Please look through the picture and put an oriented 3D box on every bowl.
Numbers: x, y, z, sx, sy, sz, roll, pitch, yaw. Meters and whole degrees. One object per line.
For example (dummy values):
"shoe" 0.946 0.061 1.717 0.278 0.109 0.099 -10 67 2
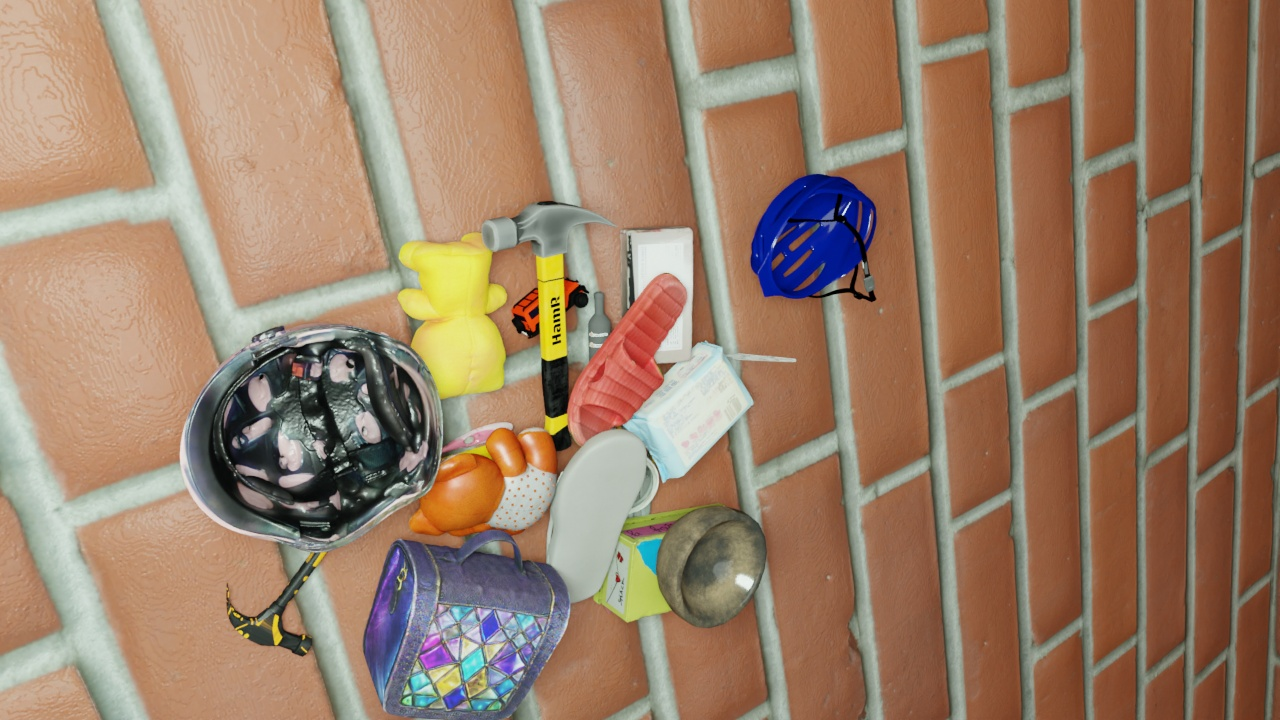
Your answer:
"bowl" 0.088 0.269 1.228 0.161 0.070 0.162 -11 109 -35

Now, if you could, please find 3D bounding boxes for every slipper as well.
"slipper" -0.007 0.007 1.158 0.103 0.059 0.249 29 92 -53
"slipper" -0.073 0.193 1.197 0.112 0.080 0.266 1 117 -26

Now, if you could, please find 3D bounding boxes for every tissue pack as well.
"tissue pack" 0.064 0.068 1.256 0.181 0.070 0.112 -42 121 -18
"tissue pack" 0.024 -0.088 1.228 0.103 0.071 0.181 -6 102 -16

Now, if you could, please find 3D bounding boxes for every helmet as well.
"helmet" -0.346 0.066 0.959 0.254 0.153 0.230 -26 115 -24
"helmet" 0.267 -0.163 1.264 0.241 0.228 0.148 -37 127 -20

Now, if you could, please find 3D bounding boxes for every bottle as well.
"bottle" -0.053 -0.033 1.201 0.030 0.030 0.113 -8 104 -32

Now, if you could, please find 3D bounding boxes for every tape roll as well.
"tape roll" -0.020 0.168 1.261 0.093 0.013 0.093 -6 110 -17

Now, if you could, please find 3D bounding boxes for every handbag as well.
"handbag" -0.210 0.305 1.098 0.204 0.125 0.222 19 101 -34

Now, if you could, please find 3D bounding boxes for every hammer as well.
"hammer" -0.102 -0.034 1.110 0.169 0.034 0.325 -19 121 -35
"hammer" -0.347 0.186 1.057 0.123 0.036 0.320 40 80 -31

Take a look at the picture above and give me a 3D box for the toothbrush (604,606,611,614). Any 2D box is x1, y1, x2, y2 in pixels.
"toothbrush" -0.064 0.277 1.269 0.015 0.016 0.184 -26 114 -27

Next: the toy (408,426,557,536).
"toy" -0.190 0.155 1.105 0.172 0.093 0.164 5 123 -41

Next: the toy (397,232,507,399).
"toy" -0.207 -0.050 1.066 0.134 0.087 0.194 -6 103 -36

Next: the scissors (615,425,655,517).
"scissors" 0.016 0.141 1.292 0.133 0.016 0.228 -15 109 -31

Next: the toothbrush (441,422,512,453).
"toothbrush" -0.219 0.101 1.133 0.134 0.016 0.022 -19 110 -31

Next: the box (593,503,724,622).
"box" 0.049 0.281 1.300 0.220 0.082 0.124 -6 106 -38

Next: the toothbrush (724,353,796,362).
"toothbrush" 0.144 -0.007 1.244 0.010 0.182 0.010 38 72 -30

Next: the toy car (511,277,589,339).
"toy car" -0.114 -0.069 1.141 0.100 0.051 0.049 -42 121 -19

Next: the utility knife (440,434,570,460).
"utility knife" -0.175 0.116 1.161 0.218 0.019 0.030 -14 113 -25
